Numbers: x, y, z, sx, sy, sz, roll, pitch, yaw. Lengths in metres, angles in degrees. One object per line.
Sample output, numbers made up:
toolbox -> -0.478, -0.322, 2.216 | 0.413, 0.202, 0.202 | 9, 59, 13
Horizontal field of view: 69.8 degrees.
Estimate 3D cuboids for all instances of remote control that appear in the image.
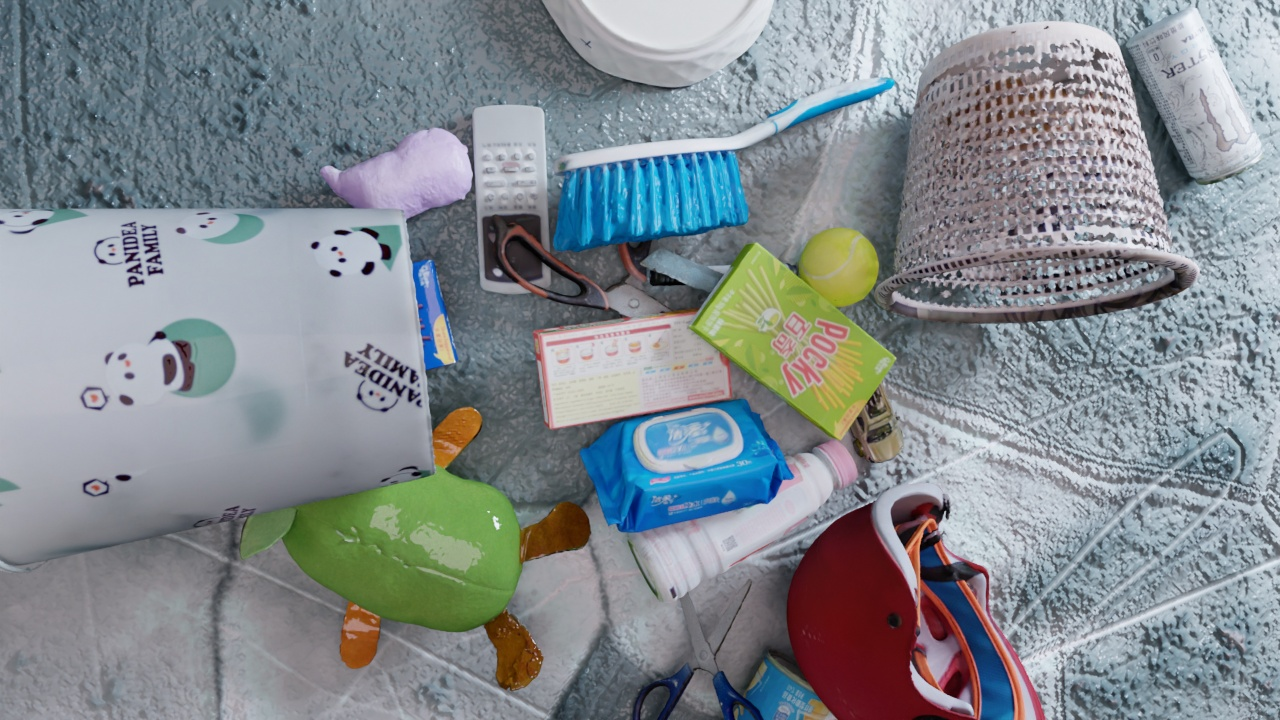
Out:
remote control -> -0.103, -0.128, 0.736 | 0.058, 0.021, 0.150 | -3, 94, -9

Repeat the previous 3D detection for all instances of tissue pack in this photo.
tissue pack -> 0.035, 0.081, 0.733 | 0.157, 0.095, 0.052 | -11, 127, -8

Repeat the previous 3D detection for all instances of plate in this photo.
plate -> 0.018, -0.327, 0.730 | 0.204, 0.045, 0.205 | 0, 93, -9

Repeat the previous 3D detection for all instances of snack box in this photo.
snack box -> -0.004, 0.004, 0.736 | 0.155, 0.027, 0.077 | -9, 100, -17
snack box -> 0.123, -0.014, 0.739 | 0.156, 0.026, 0.085 | 38, 85, -13
snack box -> -0.230, -0.021, 0.720 | 0.157, 0.026, 0.084 | -14, 96, -8

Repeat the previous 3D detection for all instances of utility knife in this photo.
utility knife -> 0.098, -0.045, 0.757 | 0.219, 0.015, 0.033 | 21, 98, -21

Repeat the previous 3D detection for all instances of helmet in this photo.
helmet -> 0.208, 0.228, 0.734 | 0.144, 0.206, 0.240 | -28, 98, 29

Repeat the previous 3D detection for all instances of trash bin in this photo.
trash bin -> -0.271, 0.001, 0.596 | 0.251, 0.230, 0.229 | -8, 95, -14
trash bin -> 0.297, -0.142, 0.717 | 0.227, 0.228, 0.192 | 2, 81, -10

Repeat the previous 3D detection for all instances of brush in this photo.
brush -> 0.076, -0.160, 0.735 | 0.314, 0.061, 0.109 | -11, 93, -18

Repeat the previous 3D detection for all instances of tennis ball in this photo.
tennis ball -> 0.164, -0.077, 0.760 | 0.065, 0.065, 0.065 | -1, 94, -9

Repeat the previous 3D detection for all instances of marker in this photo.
marker -> 0.070, -0.073, 0.760 | 0.130, 0.018, 0.022 | -4, 90, -19

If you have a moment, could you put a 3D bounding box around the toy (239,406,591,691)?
toy -> -0.170, 0.142, 0.710 | 0.246, 0.090, 0.227 | 24, 89, -7

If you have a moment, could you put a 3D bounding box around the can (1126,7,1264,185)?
can -> 0.487, -0.231, 0.806 | 0.058, 0.058, 0.147 | -32, 98, -6

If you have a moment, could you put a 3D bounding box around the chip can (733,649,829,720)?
chip can -> 0.086, 0.354, 0.774 | 0.071, 0.071, 0.210 | 30, 89, -10

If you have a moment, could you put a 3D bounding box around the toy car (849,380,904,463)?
toy car -> 0.199, 0.047, 0.791 | 0.042, 0.035, 0.090 | -23, 99, -6

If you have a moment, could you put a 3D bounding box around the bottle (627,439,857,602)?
bottle -> 0.088, 0.128, 0.764 | 0.196, 0.068, 0.068 | -26, 98, -10

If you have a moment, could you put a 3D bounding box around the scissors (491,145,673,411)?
scissors -> -0.021, -0.062, 0.746 | 0.188, 0.015, 0.226 | -9, 96, -19

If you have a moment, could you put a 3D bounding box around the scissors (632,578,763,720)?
scissors -> 0.052, 0.260, 0.764 | 0.163, 0.012, 0.175 | -41, 66, 18

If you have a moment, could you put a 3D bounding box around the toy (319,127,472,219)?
toy -> -0.180, -0.137, 0.713 | 0.108, 0.039, 0.084 | -30, 98, -9
